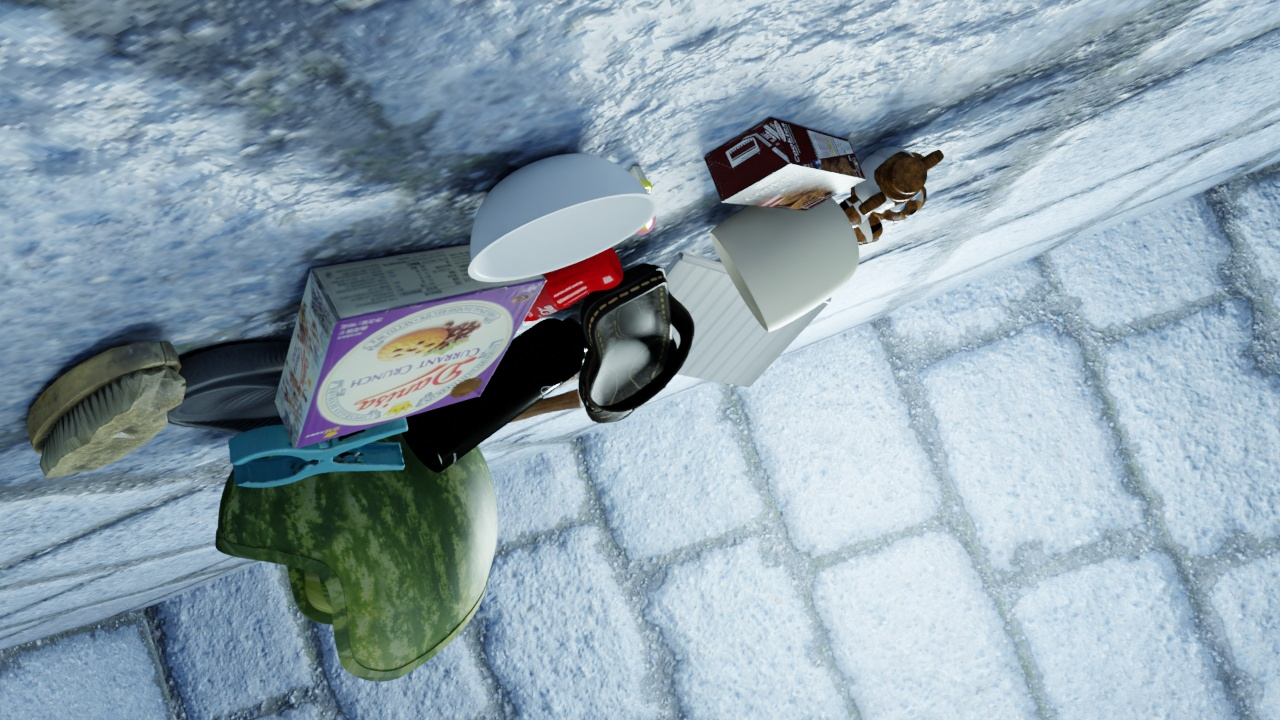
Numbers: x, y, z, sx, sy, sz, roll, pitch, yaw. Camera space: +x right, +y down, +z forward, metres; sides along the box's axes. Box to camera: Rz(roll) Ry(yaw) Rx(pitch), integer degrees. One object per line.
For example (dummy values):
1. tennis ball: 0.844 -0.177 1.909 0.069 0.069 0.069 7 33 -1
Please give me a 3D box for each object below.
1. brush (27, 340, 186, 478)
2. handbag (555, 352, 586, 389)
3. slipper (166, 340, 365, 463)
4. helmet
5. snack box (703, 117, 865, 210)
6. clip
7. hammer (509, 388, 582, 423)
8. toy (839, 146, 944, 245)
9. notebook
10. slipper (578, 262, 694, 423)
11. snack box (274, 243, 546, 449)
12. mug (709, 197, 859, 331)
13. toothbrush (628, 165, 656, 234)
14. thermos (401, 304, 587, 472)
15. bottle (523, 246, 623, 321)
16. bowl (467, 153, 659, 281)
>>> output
1. brush: -0.328 0.033 0.561 0.196 0.043 0.059 -25 173 40
2. handbag: -0.074 0.001 1.083 0.186 0.047 0.124 -21 180 15
3. slipper: -0.235 0.033 0.697 0.111 0.083 0.267 -26 171 23
4. helmet: -0.260 0.149 0.883 0.242 0.247 0.213 -38 -156 -23
5. snack box: 0.103 -0.131 0.627 0.051 0.031 0.140 -25 172 32
6. clip: -0.234 0.072 0.672 0.126 0.028 0.114 -2 142 -30
7. hammer: -0.233 0.083 1.148 0.323 0.033 0.115 -13 173 0
8. toy: 0.203 -0.138 0.743 0.087 0.067 0.112 -36 -174 0
9. notebook: 0.079 -0.034 0.922 0.209 0.009 0.143 11 132 -38
10. slipper: -0.005 0.004 0.812 0.113 0.075 0.268 -28 161 -13
11. snack box: -0.153 -0.012 0.599 0.143 0.040 0.148 -17 156 -38
12. mug: 0.120 -0.094 0.753 0.100 0.096 0.120 -30 -147 3
13. toothbrush: 0.001 -0.104 0.613 0.021 0.016 0.135 -23 176 -1
14. thermos: -0.110 0.012 0.844 0.230 0.061 0.061 -37 -178 -30
15. bottle: -0.073 -0.052 0.695 0.119 0.036 0.036 -22 173 15
16. bowl: -0.048 -0.084 0.501 0.110 0.040 0.110 -21 173 -3
